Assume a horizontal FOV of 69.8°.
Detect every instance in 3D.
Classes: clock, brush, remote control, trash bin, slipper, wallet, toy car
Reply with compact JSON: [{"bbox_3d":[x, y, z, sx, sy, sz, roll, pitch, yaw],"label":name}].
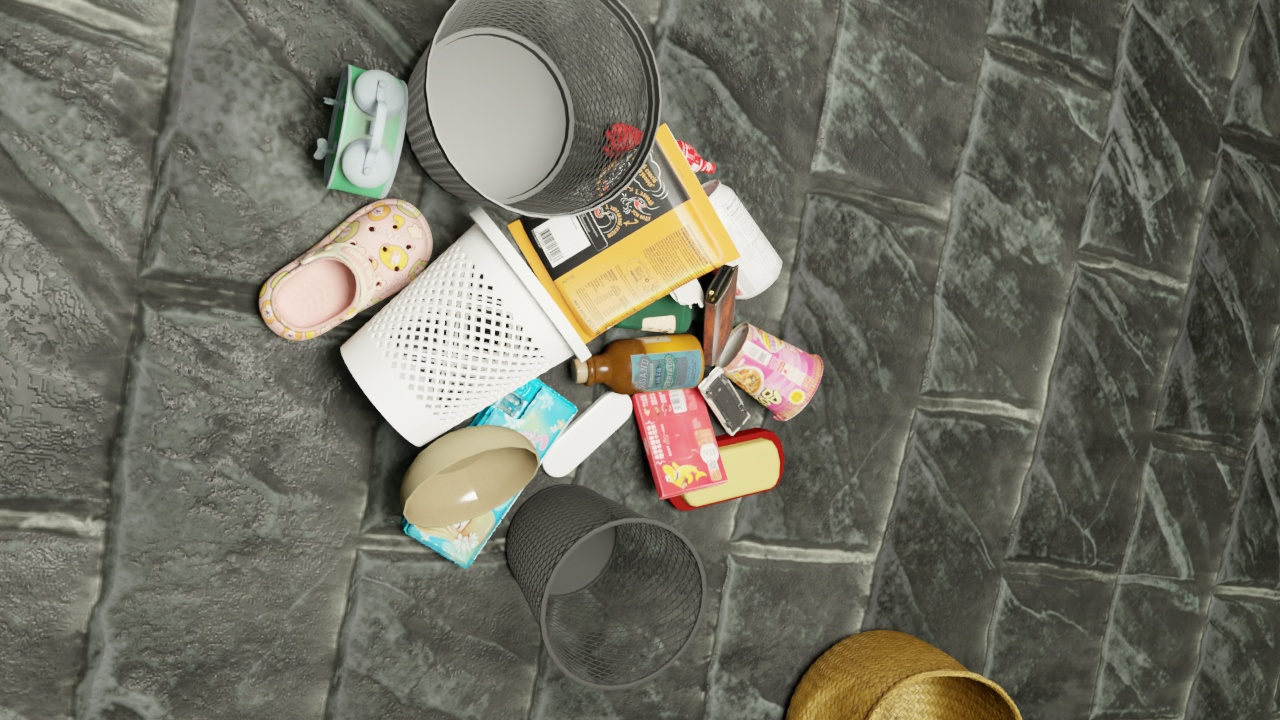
[{"bbox_3d":[-0.271,-0.224,0.896,0.075,0.162,0.122,9,95,-25],"label":"clock"},{"bbox_3d":[0.110,0.141,1.184,0.173,0.042,0.082,-10,102,-22],"label":"brush"},{"bbox_3d":[-0.065,0.088,1.116,0.136,0.013,0.043,-42,112,-12],"label":"remote control"},{"bbox_3d":[-0.125,-0.252,0.918,0.217,0.227,0.218,-4,100,-23],"label":"trash bin"},{"bbox_3d":[-0.056,0.236,1.035,0.183,0.210,0.184,-4,100,-23],"label":"trash bin"},{"bbox_3d":[-0.300,-0.089,0.952,0.197,0.081,0.093,-38,112,-11],"label":"slipper"},{"bbox_3d":[0.095,-0.055,1.101,0.072,0.019,0.123,-59,161,-32],"label":"wallet"},{"bbox_3d":[-0.190,-0.023,0.962,0.199,0.195,0.195,-37,111,-4],"label":"trash bin"},{"bbox_3d":[0.101,0.049,1.150,0.039,0.039,0.113,-47,136,-10],"label":"toy car"}]

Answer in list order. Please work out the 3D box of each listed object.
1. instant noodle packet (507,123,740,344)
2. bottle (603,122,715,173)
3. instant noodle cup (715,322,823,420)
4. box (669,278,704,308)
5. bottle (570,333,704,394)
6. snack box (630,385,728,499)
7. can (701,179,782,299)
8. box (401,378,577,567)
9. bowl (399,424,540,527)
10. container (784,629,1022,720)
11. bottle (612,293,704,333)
[{"bbox_3d":[-0.022,-0.131,1.010,0.221,0.032,0.160,-28,96,24],"label":"instant noodle packet"},{"bbox_3d":[0.025,-0.245,1.086,0.141,0.042,0.042,10,94,-24],"label":"bottle"},{"bbox_3d":[0.158,0.008,1.161,0.108,0.098,0.097,32,85,-16],"label":"instant noodle cup"},{"bbox_3d":[0.026,-0.142,1.051,0.083,0.142,0.140,-28,137,-60],"label":"box"},{"bbox_3d":[-0.006,0.006,1.099,0.156,0.068,0.068,-5,100,-23],"label":"bottle"},{"bbox_3d":[0.048,0.097,1.130,0.089,0.021,0.133,-10,75,-21],"label":"snack box"},{"bbox_3d":[0.107,-0.146,1.117,0.078,0.078,0.136,-44,112,-11],"label":"can"},{"bbox_3d":[-0.173,0.122,1.060,0.094,0.041,0.226,38,83,-24],"label":"box"},{"bbox_3d":[-0.186,0.115,0.974,0.152,0.153,0.050,-20,62,-19],"label":"bowl"},{"bbox_3d":[0.356,0.534,1.270,0.306,0.197,0.307,-3,98,-21],"label":"container"},{"bbox_3d":[0.026,-0.065,1.104,0.131,0.061,0.061,5,94,-24],"label":"bottle"}]
